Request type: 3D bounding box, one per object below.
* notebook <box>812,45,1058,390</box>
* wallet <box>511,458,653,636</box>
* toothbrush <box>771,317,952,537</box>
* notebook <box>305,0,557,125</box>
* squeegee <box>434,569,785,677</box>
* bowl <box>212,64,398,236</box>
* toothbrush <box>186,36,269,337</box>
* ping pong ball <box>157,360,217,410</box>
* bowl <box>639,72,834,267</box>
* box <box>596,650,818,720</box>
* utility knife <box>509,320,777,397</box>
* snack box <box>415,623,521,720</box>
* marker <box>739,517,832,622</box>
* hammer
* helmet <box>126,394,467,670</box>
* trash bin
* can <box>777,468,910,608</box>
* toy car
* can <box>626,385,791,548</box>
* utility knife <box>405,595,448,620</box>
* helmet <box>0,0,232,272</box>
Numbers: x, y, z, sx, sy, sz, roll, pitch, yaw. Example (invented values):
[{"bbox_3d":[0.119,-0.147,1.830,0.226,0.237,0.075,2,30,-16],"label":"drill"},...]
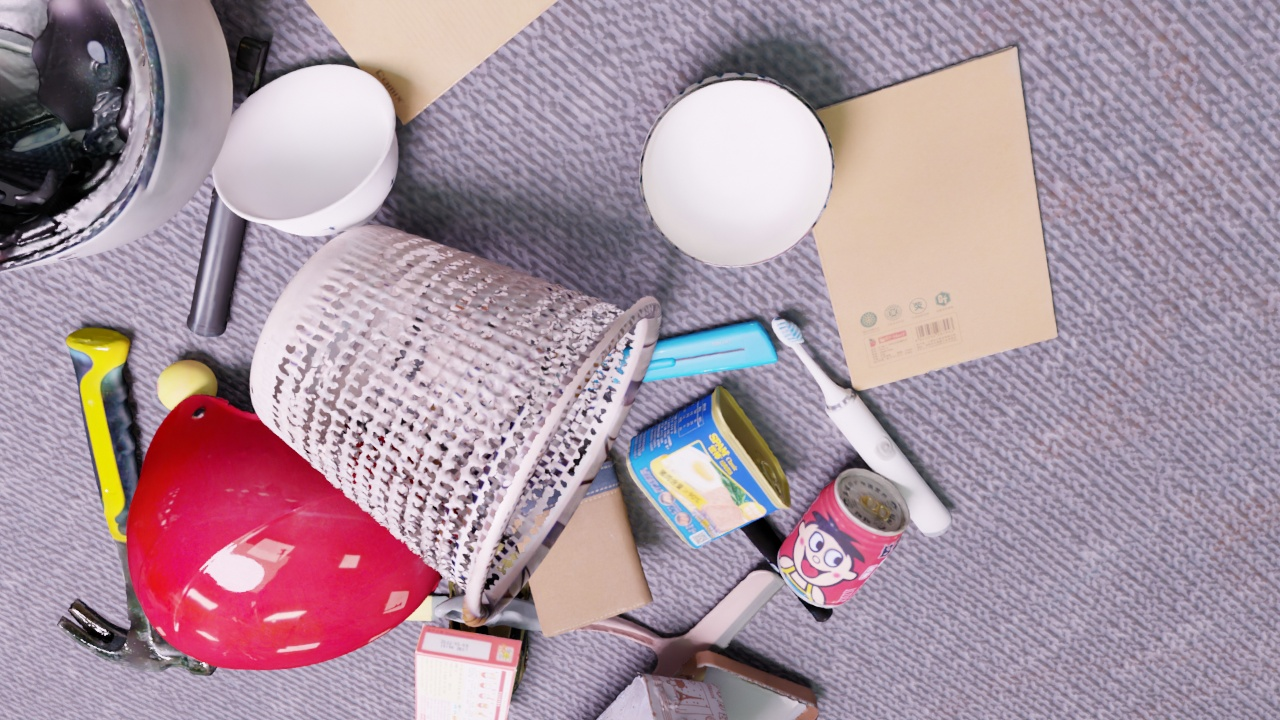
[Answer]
[{"bbox_3d":[0.194,-0.086,0.620,0.148,0.008,0.208,-16,115,10],"label":"notebook"},{"bbox_3d":[-0.047,0.140,0.693,0.090,0.033,0.115,-17,85,-10],"label":"wallet"},{"bbox_3d":[0.164,0.050,0.679,0.221,0.026,0.026,49,66,-19],"label":"toothbrush"},{"bbox_3d":[-0.112,-0.263,0.543,0.212,0.012,0.149,-33,110,17],"label":"notebook"},{"bbox_3d":[-0.051,0.218,0.750,0.249,0.040,0.248,21,121,-27],"label":"squeegee"},{"bbox_3d":[-0.198,-0.119,0.580,0.118,0.118,0.065,-9,153,7],"label":"bowl"},{"bbox_3d":[-0.276,-0.112,0.616,0.027,0.026,0.213,14,117,-18],"label":"toothbrush"},{"bbox_3d":[-0.334,0.020,0.676,0.040,0.040,0.040,1,117,2],"label":"ping pong ball"},{"bbox_3d":[0.059,-0.123,0.574,0.116,0.066,0.117,1,117,3],"label":"bowl"},{"bbox_3d":[0.046,0.359,0.762,0.193,0.156,0.184,19,123,-27],"label":"box"},{"bbox_3d":[-0.004,0.004,0.668,0.204,0.018,0.034,-10,116,9],"label":"utility knife"},{"bbox_3d":[-0.142,0.265,0.742,0.077,0.027,0.156,11,137,-4],"label":"snack box"},{"bbox_3d":[0.117,0.163,0.741,0.022,0.020,0.132,-37,111,4],"label":"marker"},{"bbox_3d":[-0.418,0.124,0.737,0.126,0.031,0.324,6,117,-2],"label":"hammer"},{"bbox_3d":[-0.252,0.145,0.668,0.240,0.143,0.207,8,127,-9],"label":"helmet"},{"bbox_3d":[-0.121,0.020,0.581,0.192,0.226,0.228,28,116,9],"label":"trash bin"},{"bbox_3d":[0.152,0.133,0.689,0.066,0.066,0.094,20,128,-8],"label":"can"},{"bbox_3d":[-0.128,0.216,0.768,0.070,0.042,0.158,5,114,-1],"label":"toy car"},{"bbox_3d":[0.050,0.082,0.684,0.083,0.057,0.102,-30,111,18],"label":"can"},{"bbox_3d":[-0.266,0.207,0.779,0.206,0.021,0.031,1,114,-6],"label":"utility knife"},{"bbox_3d":[-0.346,-0.170,0.517,0.274,0.156,0.230,18,104,14],"label":"helmet"}]
